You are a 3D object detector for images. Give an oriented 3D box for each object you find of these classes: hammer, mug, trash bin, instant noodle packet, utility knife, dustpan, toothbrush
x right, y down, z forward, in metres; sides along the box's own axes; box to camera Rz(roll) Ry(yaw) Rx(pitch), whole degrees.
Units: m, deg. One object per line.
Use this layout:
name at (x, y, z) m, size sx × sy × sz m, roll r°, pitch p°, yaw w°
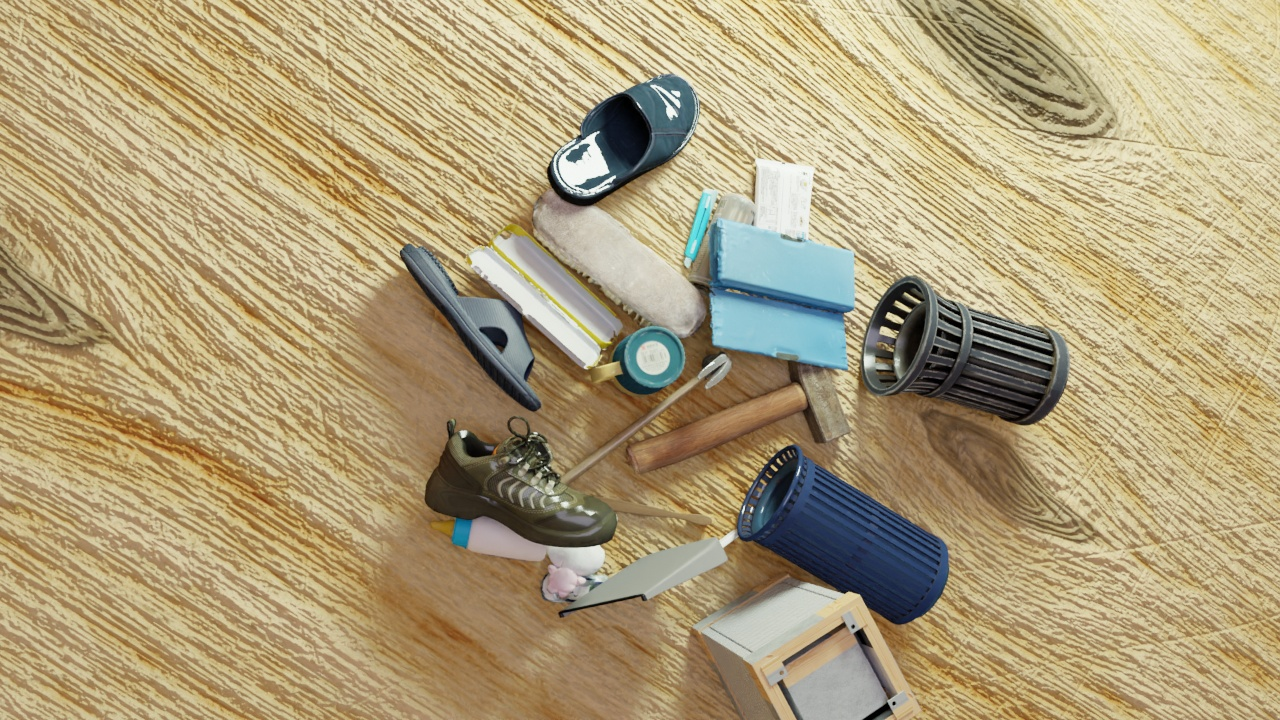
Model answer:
hammer at (0.119, 0.077, 1.226) m, size 0.300 × 0.037 × 0.158 m, roll -21°, pitch 88°, yaw -13°
mug at (-0.007, 0.007, 1.174) m, size 0.113 × 0.107 × 0.083 m, roll -15°, pitch 88°, yaw -13°
trash bin at (0.442, -0.004, 1.243) m, size 0.227 × 0.164 × 0.164 m, roll 15°, pitch 80°, yaw -13°
instant noodle packet at (0.198, -0.212, 1.282) m, size 0.087 × 0.026 × 0.134 m, roll 6°, pitch 82°, yaw -11°
utility knife at (0.081, -0.181, 1.261) m, size 0.022 × 0.015 × 0.116 m, roll 17°, pitch 83°, yaw -10°
trash bin at (0.267, 0.231, 1.188) m, size 0.249 × 0.139 × 0.139 m, roll 31°, pitch 78°, yaw -8°
hammer at (-0.018, 0.091, 1.176) m, size 0.331 × 0.119 × 0.031 m, roll -35°, pitch 92°, yaw -5°
trash bin at (0.186, 0.364, 1.098) m, size 0.142 × 0.247 × 0.142 m, roll -28°, pitch 89°, yaw -13°
dustpan at (0.041, 0.255, 1.135) m, size 0.256 × 0.164 × 0.033 m, roll -24°, pitch 88°, yaw -44°
toothbrush at (0.012, 0.198, 1.203) m, size 0.167 × 0.016 × 0.016 m, roll 11°, pitch 82°, yaw -8°

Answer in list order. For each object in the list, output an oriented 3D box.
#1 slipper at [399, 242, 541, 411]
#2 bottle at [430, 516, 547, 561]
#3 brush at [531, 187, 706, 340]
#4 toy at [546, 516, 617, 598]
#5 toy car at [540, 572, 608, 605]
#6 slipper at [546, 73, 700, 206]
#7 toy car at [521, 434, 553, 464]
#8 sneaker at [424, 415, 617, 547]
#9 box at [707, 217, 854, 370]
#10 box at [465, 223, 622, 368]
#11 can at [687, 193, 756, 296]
slipper at (-0.193, -0.055, 1.148) m, size 0.082 × 0.101 × 0.263 m, roll -39°, pitch 89°, yaw -12°
bottle at (-0.188, 0.216, 1.140) m, size 0.146 × 0.051 × 0.051 m, roll 11°, pitch 81°, yaw -10°
brush at (-0.028, -0.124, 1.210) m, size 0.271 × 0.057 × 0.083 m, roll 38°, pitch 78°, yaw -4°
toy at (-0.081, 0.240, 1.159) m, size 0.076 × 0.037 × 0.125 m, roll 17°, pitch 67°, yaw 7°
toy car at (-0.082, 0.290, 1.166) m, size 0.089 × 0.027 × 0.038 m, roll 6°, pitch 84°, yaw -11°
slipper at (-0.007, -0.304, 1.202) m, size 0.109 × 0.084 × 0.264 m, roll 48°, pitch 63°, yaw 2°
toy car at (-0.165, 0.136, 1.164) m, size 0.113 × 0.040 × 0.048 m, roll -31°, pitch 91°, yaw 5°
sneaker at (-0.133, 0.128, 1.091) m, size 0.238 × 0.101 × 0.143 m, roll 14°, pitch 102°, yaw 8°
box at (0.192, -0.084, 1.221) m, size 0.231 × 0.034 × 0.174 m, roll 8°, pitch 77°, yaw -29°
box at (-0.119, -0.082, 1.169) m, size 0.209 × 0.034 × 0.129 m, roll 43°, pitch 33°, yaw -4°
can at (0.111, -0.157, 1.244) m, size 0.054 × 0.054 × 0.135 m, roll 23°, pitch 79°, yaw -8°
